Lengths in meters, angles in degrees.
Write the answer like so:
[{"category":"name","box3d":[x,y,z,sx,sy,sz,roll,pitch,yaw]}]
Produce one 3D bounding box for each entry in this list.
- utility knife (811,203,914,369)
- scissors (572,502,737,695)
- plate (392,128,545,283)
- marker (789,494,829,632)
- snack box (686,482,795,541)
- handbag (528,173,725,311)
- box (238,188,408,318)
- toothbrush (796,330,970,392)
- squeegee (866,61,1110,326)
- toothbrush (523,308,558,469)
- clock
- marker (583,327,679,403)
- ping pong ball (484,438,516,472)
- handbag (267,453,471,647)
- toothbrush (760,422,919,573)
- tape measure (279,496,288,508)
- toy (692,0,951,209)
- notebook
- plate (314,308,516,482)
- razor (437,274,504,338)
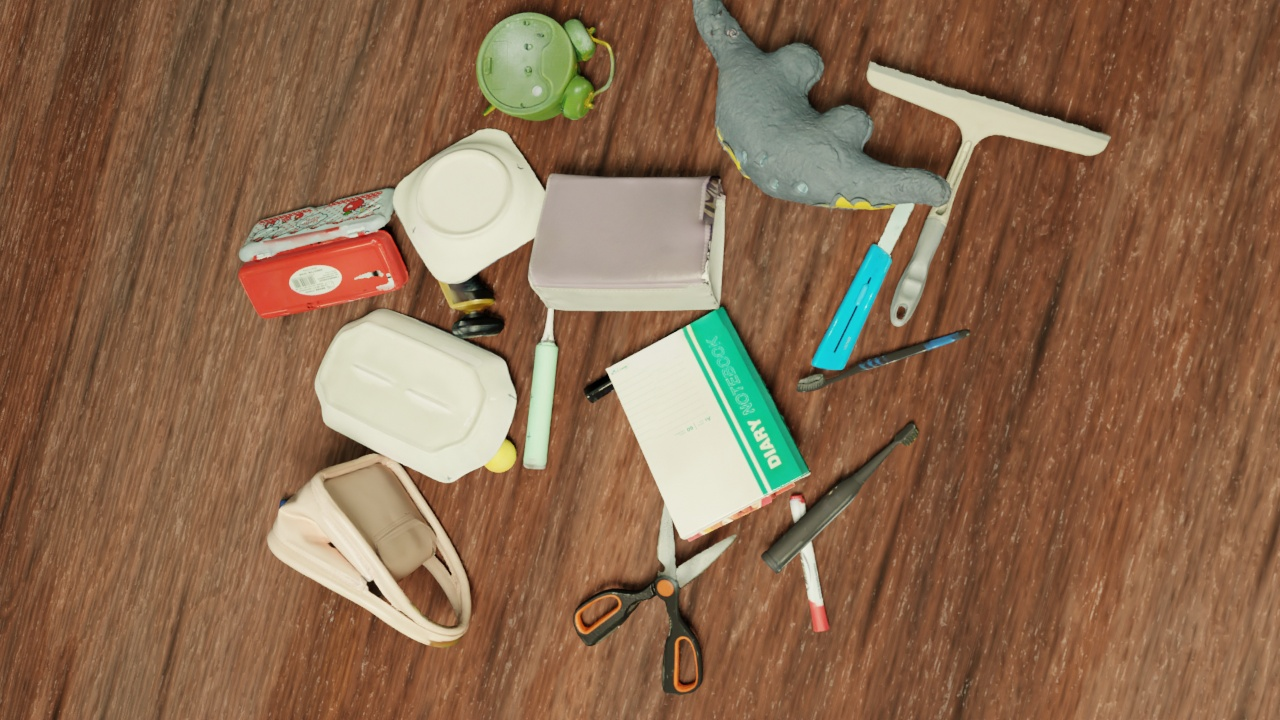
[{"category":"utility knife","box3d":[0.241,-0.083,0.978,0.034,0.018,0.209,26,93,13]},{"category":"scissors","box3d":[0.023,0.263,0.998,0.221,0.021,0.230,-21,93,21]},{"category":"plate","box3d":[-0.199,-0.185,1.054,0.163,0.034,0.164,-33,72,-2]},{"category":"marker","box3d":[0.180,0.216,0.983,0.017,0.017,0.145,-11,86,13]},{"category":"snack box","box3d":[0.085,0.116,0.994,0.127,0.044,0.113,-29,82,11]},{"category":"handbag","box3d":[-0.010,-0.129,0.999,0.197,0.098,0.144,2,72,15]},{"category":"box","box3d":[-0.382,-0.133,1.119,0.201,0.099,0.112,-11,120,12]},{"category":"toothbrush","box3d":[0.254,-0.001,0.963,0.189,0.016,0.014,-19,43,5]},{"category":"squeegee","box3d":[0.311,-0.151,0.953,0.246,0.039,0.246,21,97,11]},{"category":"toothbrush","box3d":[-0.111,0.014,1.054,0.026,0.027,0.224,6,90,-22]},{"category":"clock","box3d":[-0.108,-0.332,1.051,0.161,0.056,0.116,1,89,14]},{"category":"marker","box3d":[-0.006,0.006,1.033,0.132,0.020,0.022,-32,65,10]},{"category":"ping pong ball","box3d":[-0.163,0.109,1.056,0.040,0.040,0.040,-1,88,13]},{"category":"handbag","box3d":[-0.274,0.217,1.011,0.234,0.193,0.093,45,100,3]},{"category":"toothbrush","box3d":[0.212,0.142,0.963,0.212,0.026,0.027,-43,118,0]},{"category":"tape measure","box3d":[-0.415,0.197,1.122,0.058,0.025,0.054,6,91,18]},{"category":"toy","box3d":[0.155,-0.247,0.959,0.356,0.091,0.138,49,119,16]},{"category":"notebook","box3d":[0.067,0.063,0.972,0.150,0.012,0.209,-29,66,9]},{"category":"plate","box3d":[-0.271,0.034,1.064,0.266,0.034,0.162,23,83,20]},{"category":"razor","box3d":[-0.219,-0.096,1.075,0.068,0.062,0.167,-38,73,34]}]
